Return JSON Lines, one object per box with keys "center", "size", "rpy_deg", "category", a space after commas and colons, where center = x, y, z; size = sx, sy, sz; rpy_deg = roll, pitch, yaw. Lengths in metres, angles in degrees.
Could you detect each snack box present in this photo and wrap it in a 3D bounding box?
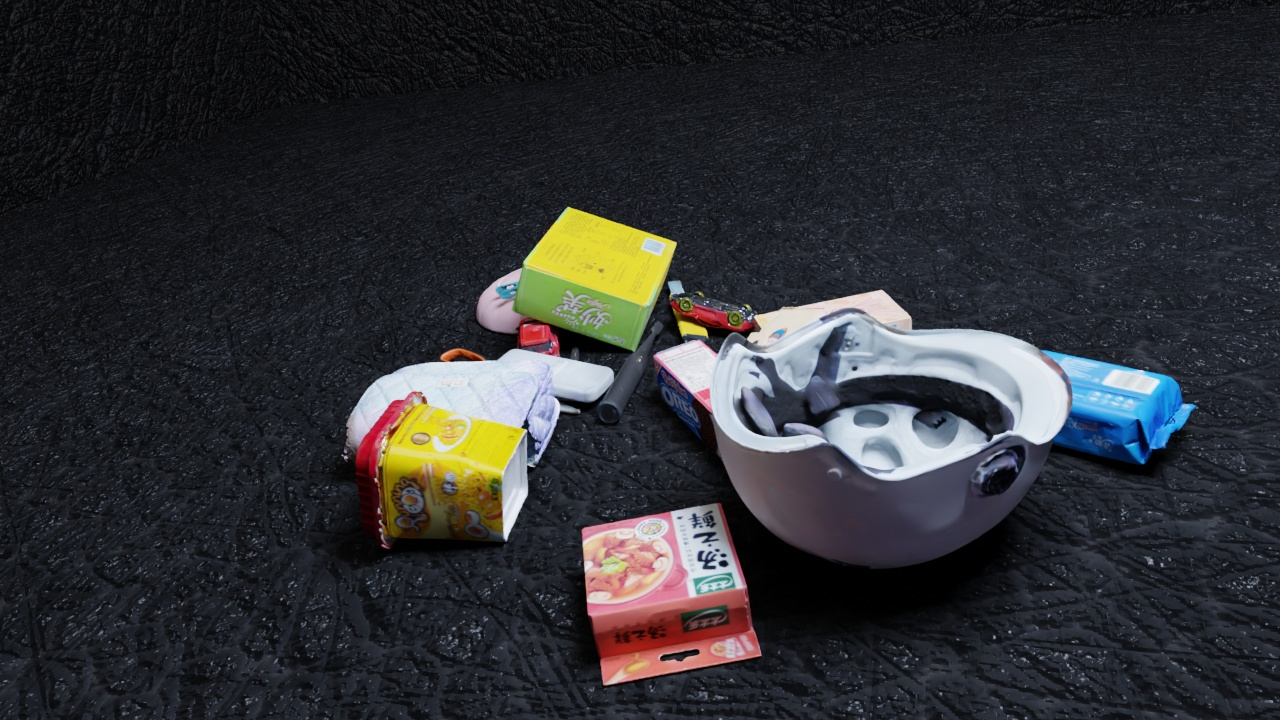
{"center": [0.079, 0.045, 0.877], "size": [0.058, 0.057, 0.207], "rpy_deg": [-20, 28, -14], "category": "snack box"}
{"center": [0.018, 0.166, 0.671], "size": [0.113, 0.044, 0.127], "rpy_deg": [-10, 27, -2], "category": "snack box"}
{"center": [0.214, -0.039, 1.031], "size": [0.157, 0.026, 0.084], "rpy_deg": [-11, 27, -4], "category": "snack box"}
{"center": [-0.052, -0.107, 1.146], "size": [0.158, 0.070, 0.209], "rpy_deg": [19, 31, 2], "category": "snack box"}

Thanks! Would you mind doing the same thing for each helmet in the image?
{"center": [0.182, 0.069, 0.696], "size": [0.258, 0.146, 0.229], "rpy_deg": [-10, 28, -18], "category": "helmet"}

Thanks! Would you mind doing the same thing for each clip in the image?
{"center": [-0.159, -0.094, 1.187], "size": [0.056, 0.014, 0.040], "rpy_deg": [-18, 28, -17], "category": "clip"}

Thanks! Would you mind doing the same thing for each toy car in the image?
{"center": [-0.122, -0.026, 1.098], "size": [0.053, 0.045, 0.120], "rpy_deg": [-9, 24, -3], "category": "toy car"}
{"center": [0.085, -0.058, 1.087], "size": [0.106, 0.031, 0.049], "rpy_deg": [19, 19, 18], "category": "toy car"}

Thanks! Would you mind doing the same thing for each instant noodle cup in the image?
{"center": [-0.167, 0.100, 0.801], "size": [0.124, 0.116, 0.115], "rpy_deg": [7, 29, 8], "category": "instant noodle cup"}

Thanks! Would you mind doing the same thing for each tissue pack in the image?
{"center": [0.381, 0.039, 0.794], "size": [0.157, 0.052, 0.094], "rpy_deg": [17, 35, 42], "category": "tissue pack"}

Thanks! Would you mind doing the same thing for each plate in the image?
{"center": [-0.130, -0.094, 1.238], "size": [0.192, 0.039, 0.192], "rpy_deg": [-8, 27, 4], "category": "plate"}

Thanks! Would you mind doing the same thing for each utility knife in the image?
{"center": [0.056, -0.061, 1.139], "size": [0.033, 0.015, 0.206], "rpy_deg": [9, 24, -10], "category": "utility knife"}

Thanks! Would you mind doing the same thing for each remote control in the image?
{"center": [-0.098, 0.016, 0.999], "size": [0.136, 0.020, 0.055], "rpy_deg": [11, 33, 24], "category": "remote control"}

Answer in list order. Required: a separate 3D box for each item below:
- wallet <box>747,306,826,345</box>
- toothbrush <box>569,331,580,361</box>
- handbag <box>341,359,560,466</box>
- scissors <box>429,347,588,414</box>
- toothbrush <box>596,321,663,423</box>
{"center": [0.132, -0.011, 0.950], "size": [0.115, 0.024, 0.087], "rpy_deg": [-48, 20, -12], "category": "wallet"}
{"center": [-0.078, -0.008, 1.080], "size": [0.015, 0.018, 0.180], "rpy_deg": [-5, 28, 2], "category": "toothbrush"}
{"center": [-0.186, 0.053, 0.925], "size": [0.194, 0.076, 0.133], "rpy_deg": [-3, 32, 14], "category": "handbag"}
{"center": [-0.166, 0.042, 1.015], "size": [0.162, 0.022, 0.234], "rpy_deg": [-31, 40, -25], "category": "scissors"}
{"center": [-0.006, 0.006, 1.019], "size": [0.026, 0.027, 0.212], "rpy_deg": [39, 31, -6], "category": "toothbrush"}
